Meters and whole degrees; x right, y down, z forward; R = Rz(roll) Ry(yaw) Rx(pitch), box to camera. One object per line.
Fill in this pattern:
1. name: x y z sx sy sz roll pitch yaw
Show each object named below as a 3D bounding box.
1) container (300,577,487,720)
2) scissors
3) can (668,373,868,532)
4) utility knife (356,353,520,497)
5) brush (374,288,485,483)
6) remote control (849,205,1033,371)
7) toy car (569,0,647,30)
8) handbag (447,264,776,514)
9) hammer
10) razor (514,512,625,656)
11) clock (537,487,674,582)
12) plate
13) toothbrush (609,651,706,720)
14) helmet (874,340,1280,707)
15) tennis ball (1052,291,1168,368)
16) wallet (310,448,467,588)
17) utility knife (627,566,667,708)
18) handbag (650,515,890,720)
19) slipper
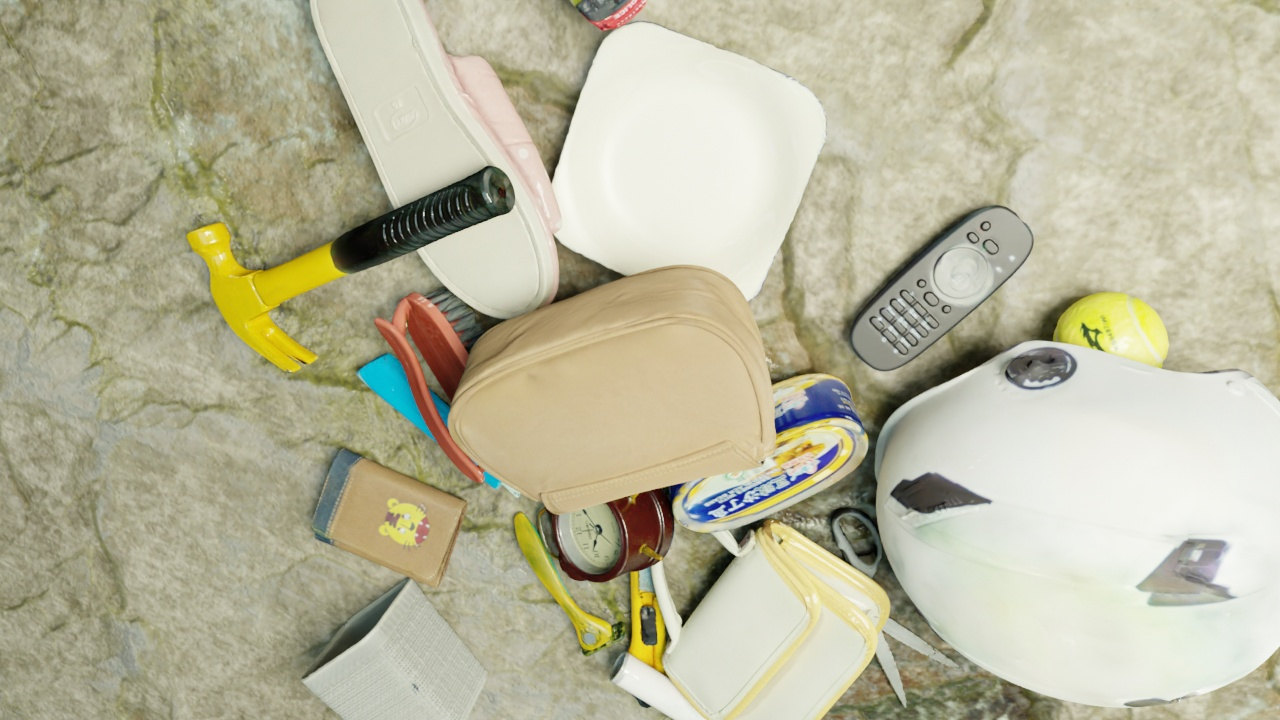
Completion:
1. container: -0.199 0.263 0.767 0.090 0.090 0.114 -36 100 20
2. scissors: 0.168 0.189 0.701 0.159 0.014 0.179 2 108 13
3. can: 0.086 0.067 0.648 0.148 0.049 0.074 -28 129 16
4. utility knife: -0.155 0.053 0.729 0.162 0.018 0.034 42 114 -4
5. brush: -0.136 0.016 0.679 0.063 0.069 0.146 -19 104 56
6. remote control: 0.199 -0.048 0.617 0.053 0.024 0.137 45 109 -2
7. toy car: -0.037 -0.264 0.584 0.053 0.045 0.120 -32 75 15
8. handbag: -0.014 0.020 0.595 0.205 0.099 0.148 -16 124 22
9. hammer: -0.209 -0.074 0.654 0.302 0.032 0.129 -15 105 33
10. razor: -0.065 0.180 0.745 0.043 0.028 0.132 -30 96 22
11. clock: -0.031 0.125 0.694 0.122 0.055 0.082 -15 89 39
12. plate: 0.029 -0.130 0.624 0.163 0.034 0.164 24 111 4
13. toothbrush: 0.073 0.302 0.740 0.221 0.026 0.027 33 146 -6
14. helmet: 0.261 0.119 0.558 0.259 0.145 0.229 4 125 25
15. tennis ball: 0.298 -0.011 0.584 0.065 0.065 0.065 3 107 11
16. wallet: -0.208 0.132 0.759 0.115 0.033 0.090 22 109 1
17. utility knife: 0.003 0.197 0.736 0.033 0.015 0.192 -4 107 -5
18. handbag: 0.074 0.197 0.693 0.179 0.063 0.164 35 117 8
19. slipper: -0.134 -0.155 0.631 0.114 0.054 0.274 -25 98 34
